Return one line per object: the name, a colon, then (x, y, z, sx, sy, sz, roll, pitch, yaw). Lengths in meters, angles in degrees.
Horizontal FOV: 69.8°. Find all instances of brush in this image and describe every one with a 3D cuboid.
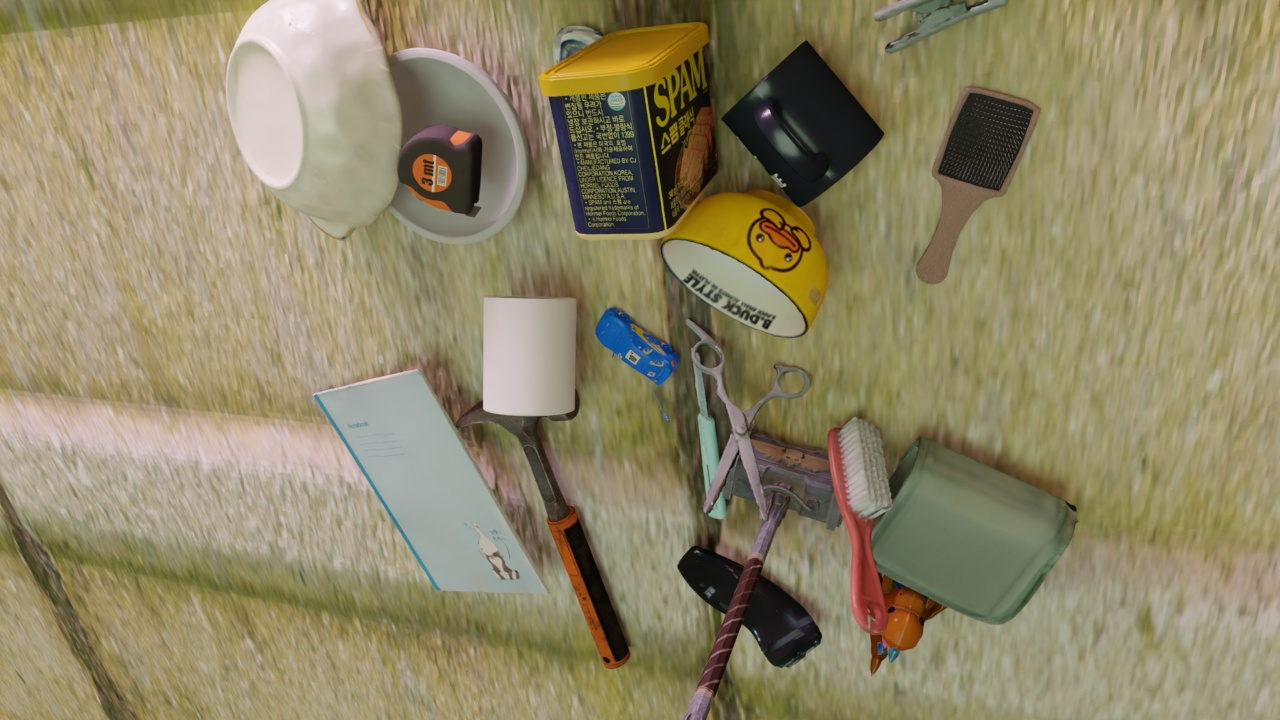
brush: (0.212, -0.108, 0.604, 0.050, 0.015, 0.136, 20, 124, 11)
brush: (0.163, 0.113, 0.661, 0.041, 0.172, 0.030, 26, 133, -23)

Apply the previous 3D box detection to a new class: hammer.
hammer: (-0.080, 0.167, 0.875, 0.138, 0.034, 0.315, -6, 116, 27)
hammer: (0.072, 0.155, 0.626, 0.098, 0.321, 0.044, 15, 123, 15)

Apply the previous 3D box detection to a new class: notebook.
notebook: (-0.207, 0.128, 0.900, 0.182, 0.009, 0.253, -11, 113, 41)

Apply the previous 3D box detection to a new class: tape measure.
tape measure: (-0.145, -0.142, 0.672, 0.059, 0.038, 0.058, 11, 123, 2)

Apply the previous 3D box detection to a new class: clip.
clip: (0.181, -0.213, 0.554, 0.076, 0.023, 0.042, -17, 108, 28)

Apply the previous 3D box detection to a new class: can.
can: (0.000, -0.151, 0.600, 0.075, 0.134, 0.104, 2, 121, 22)

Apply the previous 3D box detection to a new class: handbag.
handbag: (0.244, 0.124, 0.690, 0.122, 0.067, 0.106, 25, 125, 8)

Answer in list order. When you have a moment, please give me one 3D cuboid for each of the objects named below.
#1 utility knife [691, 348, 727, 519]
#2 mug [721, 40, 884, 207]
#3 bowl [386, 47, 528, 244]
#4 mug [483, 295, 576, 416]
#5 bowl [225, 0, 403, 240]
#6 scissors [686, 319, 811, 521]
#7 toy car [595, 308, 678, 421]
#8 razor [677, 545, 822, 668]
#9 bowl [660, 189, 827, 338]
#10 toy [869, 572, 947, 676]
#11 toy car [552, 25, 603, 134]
utility knife: (0.057, 0.064, 0.770, 0.022, 0.015, 0.166, 23, 130, 49)
mug: (0.099, -0.144, 0.577, 0.071, 0.104, 0.077, -38, 98, 29)
bowl: (-0.146, -0.167, 0.708, 0.150, 0.043, 0.150, 11, 121, 18)
mug: (-0.098, -0.007, 0.754, 0.111, 0.073, 0.090, 11, 101, 60)
bowl: (-0.260, -0.189, 0.698, 0.188, 0.060, 0.220, 36, 129, 28)
scissors: (0.065, 0.040, 0.693, 0.158, 0.141, 0.014, 42, 156, 17)
toy car: (-0.005, 0.004, 0.732, 0.092, 0.061, 0.033, 36, 125, 1)
razor: (0.093, 0.219, 0.811, 0.140, 0.063, 0.053, 35, 124, 0)
bowl: (0.080, -0.075, 0.636, 0.117, 0.067, 0.117, 31, 169, 7)
toy: (0.204, 0.221, 0.743, 0.071, 0.090, 0.103, 20, 103, 12)
toy car: (-0.044, -0.193, 0.659, 0.039, 0.027, 0.090, 11, 122, 15)
